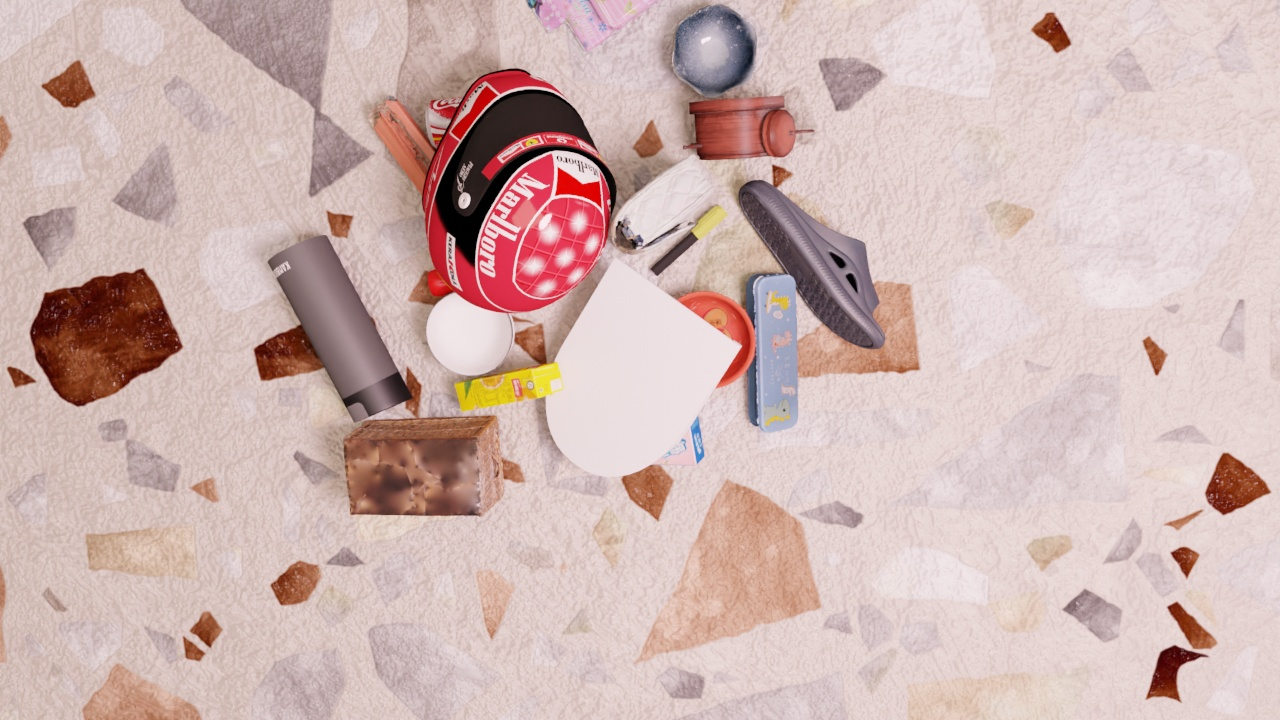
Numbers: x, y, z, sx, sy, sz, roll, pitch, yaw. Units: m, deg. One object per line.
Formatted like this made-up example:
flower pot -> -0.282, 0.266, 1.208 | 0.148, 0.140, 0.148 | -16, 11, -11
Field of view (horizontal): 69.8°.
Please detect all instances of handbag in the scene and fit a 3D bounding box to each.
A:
handbag -> 0.025, -0.178, 1.117 | 0.139, 0.194, 0.072 | -38, 95, 4

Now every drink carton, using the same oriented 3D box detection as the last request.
drink carton -> -0.170, 0.036, 1.190 | 0.135, 0.058, 0.043 | -11, 93, 32

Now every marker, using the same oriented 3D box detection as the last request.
marker -> 0.062, -0.157, 1.205 | 0.124, 0.017, 0.021 | -41, 139, 8

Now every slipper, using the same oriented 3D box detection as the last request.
slipper -> 0.232, -0.132, 1.170 | 0.083, 0.111, 0.268 | -38, 90, -9

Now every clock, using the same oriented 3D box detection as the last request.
clock -> 0.135, -0.288, 1.137 | 0.158, 0.120, 0.072 | -1, 105, 10

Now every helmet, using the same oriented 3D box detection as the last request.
helmet -> -0.138, -0.184, 1.086 | 0.197, 0.224, 0.271 | 9, 116, -44

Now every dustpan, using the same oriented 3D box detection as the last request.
dustpan -> -0.012, 0.027, 1.181 | 0.191, 0.053, 0.258 | 37, 109, 12

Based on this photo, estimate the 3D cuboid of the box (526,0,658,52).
box -> -0.093, -0.509, 1.139 | 0.159, 0.035, 0.230 | -30, 97, 20

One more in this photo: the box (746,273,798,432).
box -> 0.175, -0.008, 1.195 | 0.068, 0.059, 0.210 | -2, 103, 1

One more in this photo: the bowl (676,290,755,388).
bowl -> 0.088, -0.030, 1.201 | 0.131, 0.045, 0.130 | 4, 106, 14

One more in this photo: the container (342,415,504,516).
container -> -0.284, 0.141, 1.210 | 0.198, 0.112, 0.114 | -2, 98, 3

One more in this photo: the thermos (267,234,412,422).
thermos -> -0.392, -0.038, 1.204 | 0.082, 0.082, 0.240 | -26, 96, 5

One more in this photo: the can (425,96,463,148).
can -> -0.216, -0.305, 1.172 | 0.105, 0.064, 0.064 | -6, 97, 2

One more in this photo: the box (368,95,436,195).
box -> -0.274, -0.264, 1.190 | 0.063, 0.056, 0.188 | -40, 98, -30

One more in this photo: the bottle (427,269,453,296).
bottle -> -0.218, -0.111, 1.212 | 0.119, 0.036, 0.036 | -9, 97, 2

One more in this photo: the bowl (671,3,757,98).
bowl -> 0.092, -0.385, 1.156 | 0.110, 0.055, 0.110 | 0, 98, 1

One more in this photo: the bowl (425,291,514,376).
bowl -> -0.220, -0.039, 1.208 | 0.113, 0.063, 0.113 | 0, 97, 1

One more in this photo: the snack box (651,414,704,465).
snack box -> 0.029, 0.062, 1.202 | 0.088, 0.033, 0.154 | -1, 107, 29
